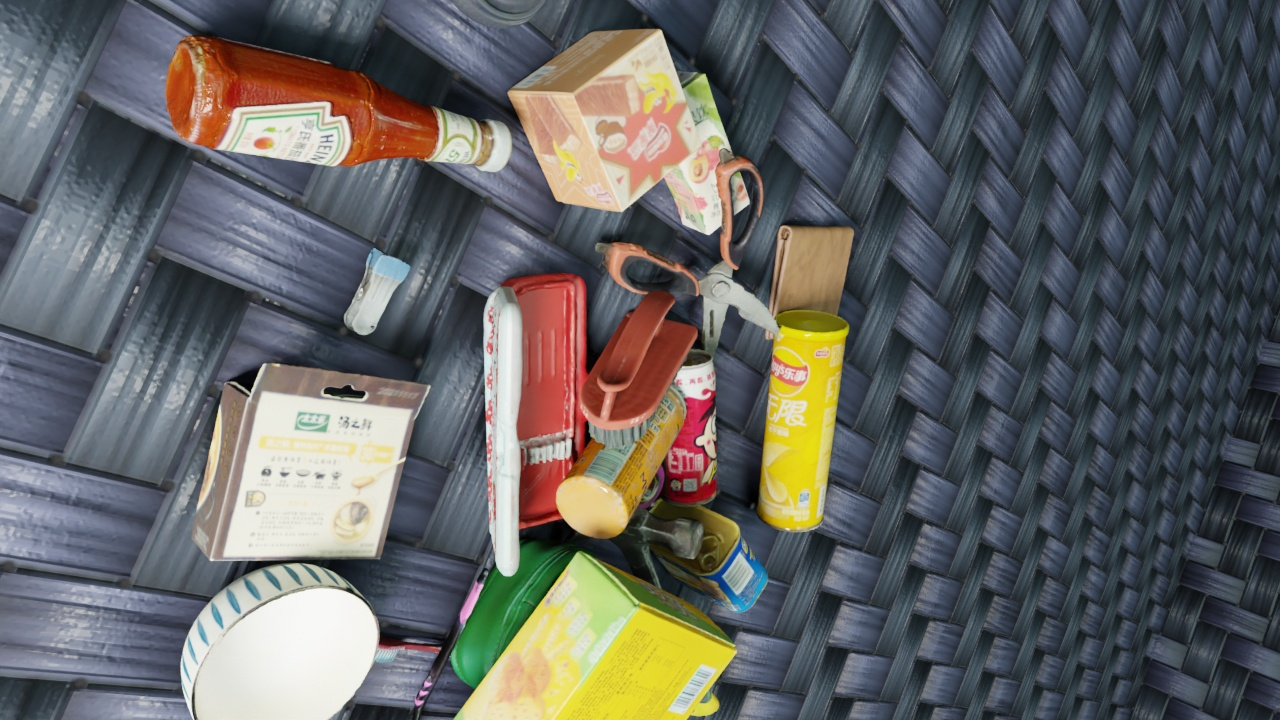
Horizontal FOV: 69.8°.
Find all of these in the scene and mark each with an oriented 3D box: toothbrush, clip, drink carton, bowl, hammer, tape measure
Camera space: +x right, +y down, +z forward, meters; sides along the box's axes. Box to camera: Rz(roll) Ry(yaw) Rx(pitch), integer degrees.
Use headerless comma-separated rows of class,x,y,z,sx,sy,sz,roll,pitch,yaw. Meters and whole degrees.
toothbrush,-0.159,0.239,0.694,0.017,0.014,0.189,22,98,-36
toothbrush,-0.141,0.236,0.728,0.187,0.016,0.017,25,93,-44
clip,-0.176,-0.044,0.606,0.026,0.043,0.058,24,90,-46
drink carton,0.042,-0.170,0.752,0.053,0.045,0.122,-39,126,-16
bowl,-0.233,0.177,0.581,0.116,0.066,0.117,-21,125,-34
hammer,0.019,0.235,0.829,0.324,0.126,0.031,73,34,-42
tape measure,-0.010,0.102,0.794,0.057,0.039,0.058,5,104,-44

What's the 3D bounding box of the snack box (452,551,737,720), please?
snack box,-0.044,0.257,0.667,0.210,0.070,0.157,-53,139,-2

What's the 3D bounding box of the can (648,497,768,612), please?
can,0.058,0.177,0.838,0.057,0.102,0.083,-52,134,-19

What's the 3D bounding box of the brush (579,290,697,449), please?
brush,-0.004,0.004,0.710,0.145,0.063,0.069,-59,159,-51

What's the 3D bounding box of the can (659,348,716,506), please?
can,0.041,0.059,0.816,0.053,0.053,0.133,-19,115,-39

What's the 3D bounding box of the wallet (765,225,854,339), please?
wallet,0.169,-0.079,0.920,0.101,0.020,0.115,-8,110,-40

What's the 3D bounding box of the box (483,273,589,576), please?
box,-0.085,0.041,0.682,0.154,0.074,0.201,-38,133,-66

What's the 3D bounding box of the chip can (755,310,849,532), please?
chip can,0.158,0.061,0.906,0.071,0.072,0.214,-16,117,-39

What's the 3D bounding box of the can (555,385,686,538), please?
can,-0.012,0.074,0.725,0.145,0.058,0.058,-55,138,-52

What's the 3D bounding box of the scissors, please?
scissors,0.061,-0.078,0.777,0.225,0.015,0.189,19,118,-36

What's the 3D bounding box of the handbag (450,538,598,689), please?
handbag,-0.076,0.214,0.731,0.120,0.068,0.131,51,57,-35

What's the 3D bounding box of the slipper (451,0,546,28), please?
slipper,-0.062,-0.348,0.575,0.110,0.083,0.268,-3,106,-45

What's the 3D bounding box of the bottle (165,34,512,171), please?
bottle,-0.169,-0.144,0.552,0.205,0.060,0.060,0,103,-45

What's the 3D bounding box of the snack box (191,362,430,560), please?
snack box,-0.208,0.063,0.584,0.113,0.053,0.125,11,94,-44

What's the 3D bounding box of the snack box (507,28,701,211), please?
snack box,-0.024,-0.175,0.666,0.092,0.077,0.094,-44,129,-25
